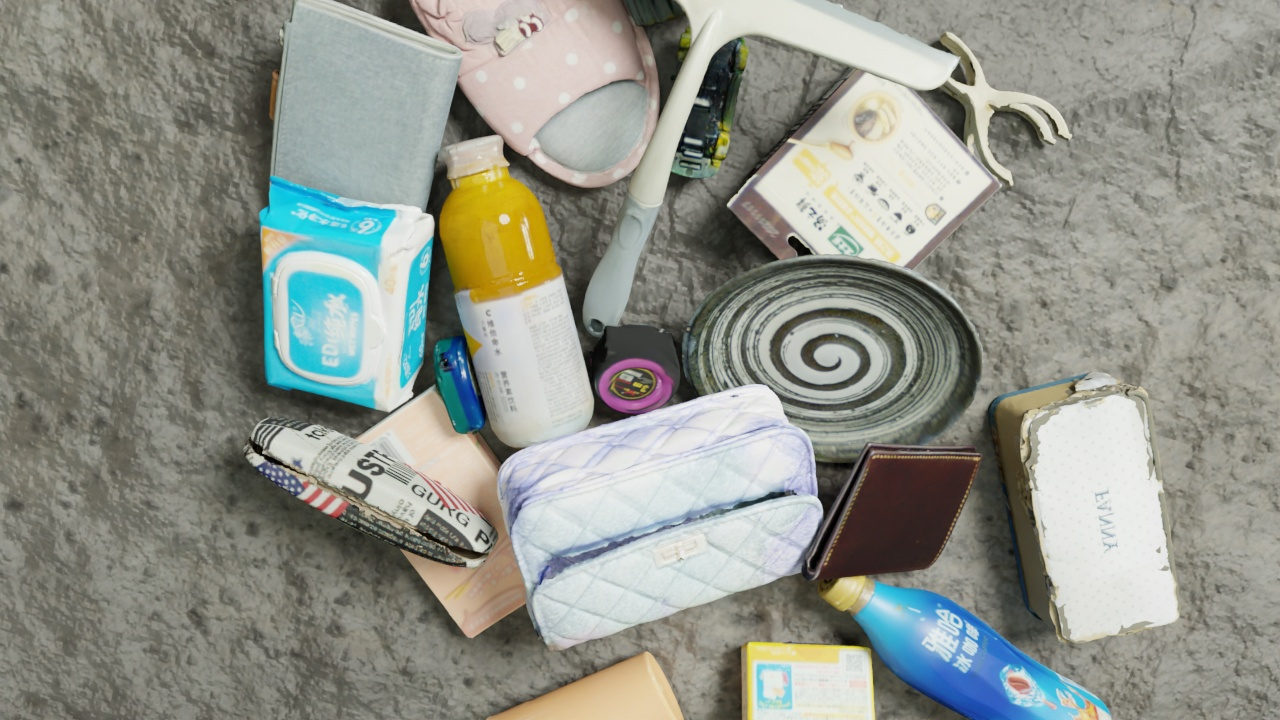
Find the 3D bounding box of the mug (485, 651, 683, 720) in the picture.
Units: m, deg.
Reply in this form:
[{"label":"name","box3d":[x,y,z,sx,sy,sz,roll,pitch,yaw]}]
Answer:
[{"label":"mug","box3d":[-0.036,0.254,0.628,0.123,0.078,0.078,-27,100,0]}]

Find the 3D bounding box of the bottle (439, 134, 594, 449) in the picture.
[{"label":"bottle","box3d":[-0.080,-0.041,0.566,0.068,0.068,0.189,-13,103,2]}]

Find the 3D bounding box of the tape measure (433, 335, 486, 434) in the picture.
[{"label":"tape measure","box3d":[-0.116,0.012,0.587,0.025,0.054,0.058,-13,115,0]}]

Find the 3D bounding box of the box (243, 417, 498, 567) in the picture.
[{"label":"box","box3d":[-0.162,0.078,0.568,0.164,0.071,0.057,27,76,-8]}]

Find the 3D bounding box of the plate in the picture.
[{"label":"plate","box3d":[0.115,-0.001,0.566,0.179,0.024,0.180,8,136,7]}]

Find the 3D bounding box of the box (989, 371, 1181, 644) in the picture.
[{"label":"box","box3d":[0.296,0.104,0.609,0.090,0.059,0.184,-12,103,2]}]

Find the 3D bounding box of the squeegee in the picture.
[{"label":"squeegee","box3d":[0.006,-0.105,0.527,0.246,0.039,0.247,25,123,3]}]

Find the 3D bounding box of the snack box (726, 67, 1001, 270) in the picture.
[{"label":"snack box","box3d":[0.134,-0.104,0.566,0.113,0.053,0.126,44,101,-8]}]

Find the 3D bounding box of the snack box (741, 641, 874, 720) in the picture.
[{"label":"snack box","box3d":[0.113,0.263,0.617,0.087,0.034,0.140,2,67,-1]}]

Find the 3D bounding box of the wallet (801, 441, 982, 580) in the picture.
[{"label":"wallet","box3d":[0.164,0.096,0.586,0.122,0.020,0.096,6,111,-39]}]

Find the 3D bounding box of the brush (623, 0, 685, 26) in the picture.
[{"label":"brush","box3d":[0.045,-0.247,0.522,0.146,0.063,0.069,-25,118,-4]}]

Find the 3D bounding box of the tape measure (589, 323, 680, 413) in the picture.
[{"label":"tape measure","box3d":[-0.004,0.003,0.588,0.057,0.039,0.058,4,132,-11]}]

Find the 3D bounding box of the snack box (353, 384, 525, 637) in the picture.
[{"label":"snack box","box3d":[-0.125,0.102,0.618,0.084,0.026,0.157,-33,100,5]}]

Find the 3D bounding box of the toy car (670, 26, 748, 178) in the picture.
[{"label":"toy car","box3d":[0.037,-0.158,0.564,0.043,0.036,0.091,12,102,-2]}]

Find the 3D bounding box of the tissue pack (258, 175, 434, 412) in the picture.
[{"label":"tissue pack","box3d":[-0.180,-0.038,0.557,0.090,0.063,0.140,12,120,0]}]

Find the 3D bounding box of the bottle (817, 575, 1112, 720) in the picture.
[{"label":"bottle","box3d":[0.216,0.205,0.622,0.218,0.065,0.065,33,99,-7]}]

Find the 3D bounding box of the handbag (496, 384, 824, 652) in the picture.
[{"label":"handbag","box3d":[0.014,0.101,0.570,0.194,0.075,0.134,-16,125,-6]}]

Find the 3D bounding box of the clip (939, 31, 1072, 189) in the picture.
[{"label":"clip","box3d":[0.209,-0.146,0.570,0.103,0.035,0.092,27,99,-1]}]

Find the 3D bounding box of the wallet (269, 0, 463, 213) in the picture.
[{"label":"wallet","box3d":[-0.171,-0.142,0.553,0.106,0.036,0.130,21,122,-3]}]

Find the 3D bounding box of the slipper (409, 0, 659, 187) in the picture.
[{"label":"slipper","box3d":[-0.081,-0.228,0.539,0.114,0.054,0.274,-30,101,5]}]
